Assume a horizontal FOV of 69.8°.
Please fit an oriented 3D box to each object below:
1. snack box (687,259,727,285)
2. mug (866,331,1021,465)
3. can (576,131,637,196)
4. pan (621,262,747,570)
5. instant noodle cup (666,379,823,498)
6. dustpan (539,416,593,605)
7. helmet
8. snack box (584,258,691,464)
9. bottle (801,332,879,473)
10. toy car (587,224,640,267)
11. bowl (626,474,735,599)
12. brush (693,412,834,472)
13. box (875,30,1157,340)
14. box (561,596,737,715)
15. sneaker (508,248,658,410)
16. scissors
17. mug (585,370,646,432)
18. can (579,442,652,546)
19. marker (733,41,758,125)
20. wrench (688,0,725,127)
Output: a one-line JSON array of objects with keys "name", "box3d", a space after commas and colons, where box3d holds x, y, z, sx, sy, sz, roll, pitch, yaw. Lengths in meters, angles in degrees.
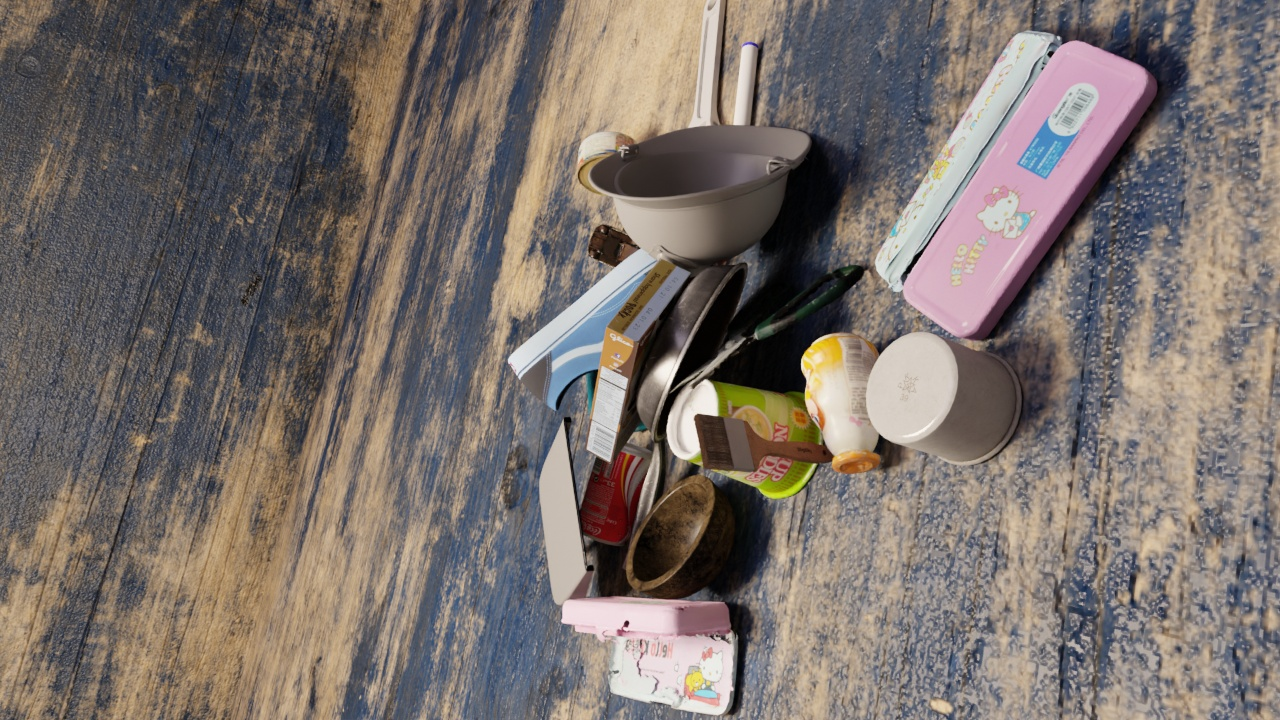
[{"name": "snack box", "box3d": [0.070, -0.121, 0.996, 0.051, 0.031, 0.141, 28, 100, 60]}, {"name": "mug", "box3d": [0.204, 0.024, 0.657, 0.113, 0.070, 0.084, 20, 93, 59]}, {"name": "can", "box3d": [-0.040, -0.255, 1.197, 0.086, 0.086, 0.043, -35, 46, 48]}, {"name": "pan", "box3d": [0.026, 0.062, 0.900, 0.186, 0.055, 0.358, -41, -24, -61]}, {"name": "instant noodle cup", "box3d": [0.087, 0.063, 0.798, 0.099, 0.108, 0.098, -33, 49, 47]}, {"name": "dustpan", "box3d": [-0.085, 0.192, 1.017, 0.258, 0.033, 0.163, 119, 146, -56]}, {"name": "helmet", "box3d": [0.063, -0.146, 0.887, 0.184, 0.270, 0.118, 13, 120, 29]}, {"name": "snack box", "box3d": [-0.005, 0.005, 0.863, 0.100, 0.032, 0.186, -54, -14, -38]}, {"name": "bottle", "box3d": [0.164, 0.034, 0.729, 0.063, 0.063, 0.108, -36, 47, 47]}, {"name": "toy car", "box3d": [-0.023, -0.138, 1.161, 0.113, 0.040, 0.048, 29, 101, 42]}, {"name": "bowl", "box3d": [0.047, 0.172, 0.850, 0.121, 0.056, 0.121, -46, 20, 21]}, {"name": "brush", "box3d": [0.104, 0.069, 0.728, 0.008, 0.143, 0.045, -41, 51, 45]}, {"name": "box", "box3d": [0.258, -0.133, 0.677, 0.214, 0.048, 0.149, -61, 28, 20]}, {"name": "box", "box3d": [0.005, 0.277, 0.862, 0.202, 0.086, 0.102, -19, 72, 55]}, {"name": "sneaker", "box3d": [-0.018, -0.037, 0.971, 0.241, 0.098, 0.083, -40, -3, -1]}, {"name": "scissors", "box3d": [0.112, -0.030, 0.786, 0.147, 0.015, 0.209, -15, 22, 44]}, {"name": "mug", "box3d": [-0.012, 0.012, 1.016, 0.114, 0.083, 0.107, -35, 46, 42]}, {"name": "can", "box3d": [-0.026, 0.142, 0.991, 0.064, 0.064, 0.105, 17, 90, 61]}, {"name": "marker", "box3d": [0.114, -0.288, 1.019, 0.020, 0.020, 0.141, -17, 61, 56]}, {"name": "wrench", "box3d": [0.075, -0.332, 1.114, 0.087, 0.018, 0.272, -27, 51, 54]}]
